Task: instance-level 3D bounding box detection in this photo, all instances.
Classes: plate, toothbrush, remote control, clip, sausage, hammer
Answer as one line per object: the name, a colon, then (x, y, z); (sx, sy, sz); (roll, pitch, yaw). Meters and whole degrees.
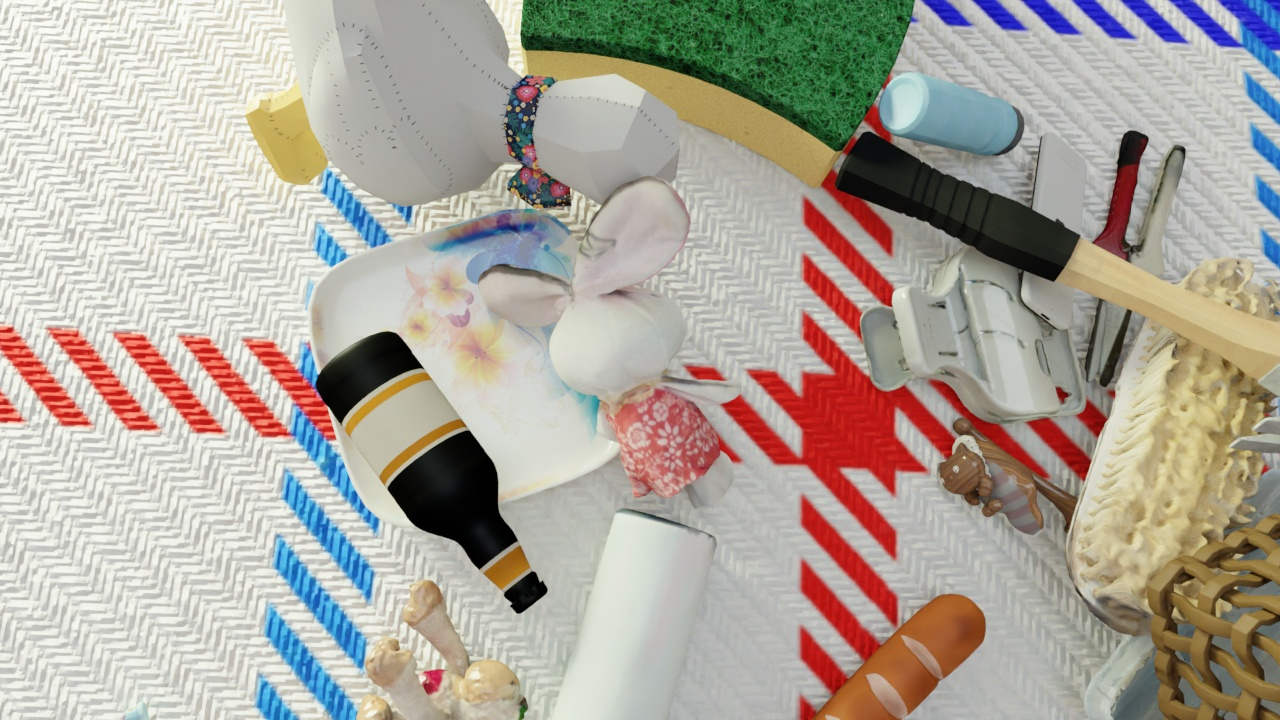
plate: (-0.110, 0.002, 0.598); (0.187, 0.016, 0.187); (-18, 79, -7)
toothbrush: (-0.269, 0.274, 0.530); (0.022, 0.016, 0.155); (-30, 79, 23)
remote control: (0.281, -0.090, 0.622); (0.045, 0.008, 0.146); (30, 62, -22)
clip: (0.223, -0.019, 0.605); (0.143, 0.074, 0.124); (-4, 75, -15)
sausage: (0.145, 0.204, 0.555); (0.164, 0.044, 0.039); (-42, 94, -11)
hammer: (0.276, -0.056, 0.562); (0.328, 0.039, 0.130); (29, 61, 14)

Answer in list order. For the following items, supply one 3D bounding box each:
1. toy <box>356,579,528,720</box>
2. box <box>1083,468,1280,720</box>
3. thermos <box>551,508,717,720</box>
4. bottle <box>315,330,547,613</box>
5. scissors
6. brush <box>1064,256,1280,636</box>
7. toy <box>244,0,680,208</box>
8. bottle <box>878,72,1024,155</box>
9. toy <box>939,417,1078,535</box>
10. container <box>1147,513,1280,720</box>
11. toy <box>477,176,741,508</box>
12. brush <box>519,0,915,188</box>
toy: (-0.110, 0.192, 0.528); (0.106, 0.085, 0.074); (33, 99, -6)
box: (0.389, 0.197, 0.575); (0.209, 0.061, 0.192); (-46, 103, -10)
thermos: (-0.017, 0.205, 0.535); (0.068, 0.068, 0.229); (17, 78, 0)
bottle: (-0.117, 0.070, 0.542); (0.059, 0.059, 0.181); (-37, 82, -10)
scissors: (0.335, -0.078, 0.640); (0.187, 0.015, 0.146); (-34, 79, -12)
brush: (0.337, 0.045, 0.569); (0.083, 0.057, 0.270); (33, 64, 5)
toy: (-0.110, -0.158, 0.543); (0.268, 0.247, 0.140); (11, 68, 26)
bottle: (0.214, -0.162, 0.617); (0.129, 0.040, 0.040); (-1, 75, -38)
toy: (0.238, 0.081, 0.591); (0.102, 0.042, 0.054); (38, 56, 13)
container: (0.420, 0.212, 0.427); (0.219, 0.214, 0.252); (-18, 106, -14)
toy: (-0.003, 0.003, 0.544); (0.159, 0.084, 0.194); (-29, 96, 35)
brush: (0.055, -0.252, 0.633); (0.250, 0.075, 0.194); (18, 77, 1)
